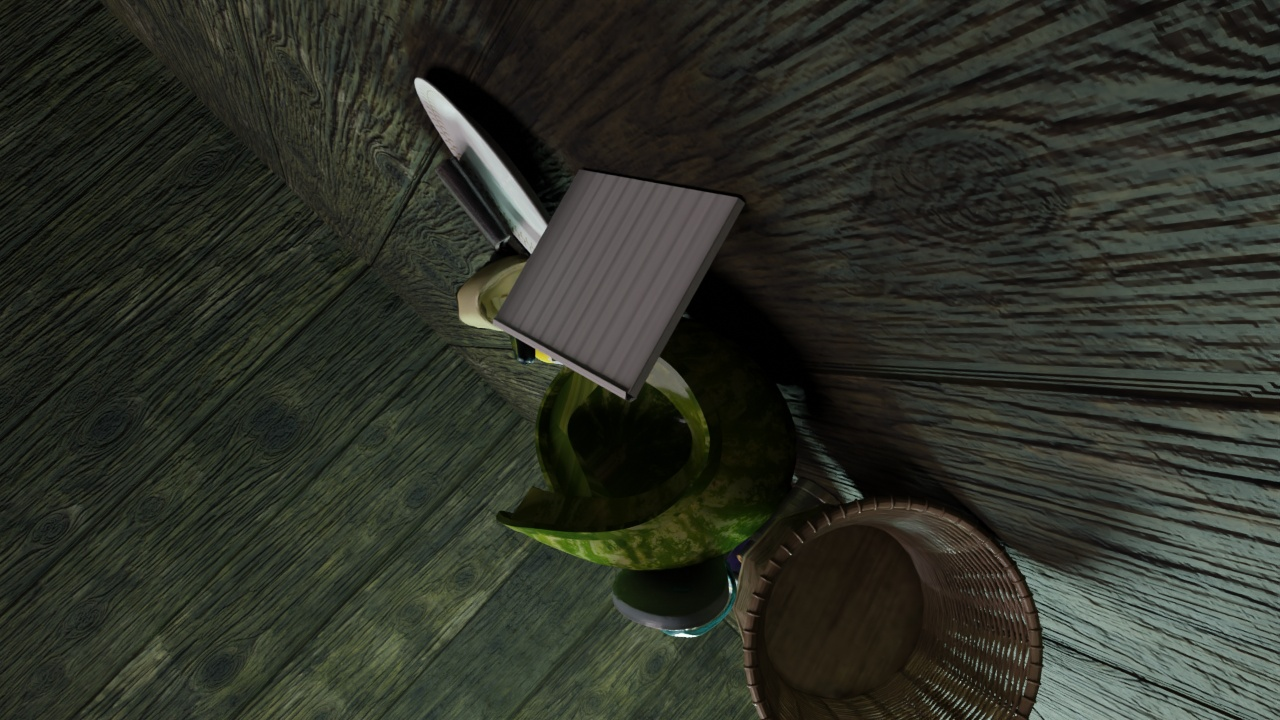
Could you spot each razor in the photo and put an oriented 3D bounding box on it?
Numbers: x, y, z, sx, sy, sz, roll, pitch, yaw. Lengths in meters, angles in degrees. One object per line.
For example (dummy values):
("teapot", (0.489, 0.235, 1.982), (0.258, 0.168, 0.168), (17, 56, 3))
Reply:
("razor", (-0.165, -0.068, 1.162), (0.054, 0.067, 0.151), (151, 110, -77))

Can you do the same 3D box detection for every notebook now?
("notebook", (-0.027, -0.063, 0.650), (0.009, 0.142, 0.210), (31, 177, -35))

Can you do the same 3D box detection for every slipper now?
("slipper", (0.038, 0.197, 0.823), (0.098, 0.055, 0.268), (1, -172, 12))

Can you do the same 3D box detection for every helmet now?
("helmet", (0.010, 0.067, 0.780), (0.243, 0.213, 0.247), (7, 176, 10))

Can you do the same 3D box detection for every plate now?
("plate", (-0.130, -0.167, 0.869), (0.242, 0.016, 0.243), (50, 172, 9))

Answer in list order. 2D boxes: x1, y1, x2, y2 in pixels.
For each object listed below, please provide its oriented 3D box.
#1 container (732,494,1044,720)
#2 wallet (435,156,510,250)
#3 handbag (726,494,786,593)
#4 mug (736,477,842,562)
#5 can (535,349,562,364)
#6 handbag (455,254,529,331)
("container", (0.185, 0.224, 0.780), (0.227, 0.226, 0.196), (43, 175, 1))
("wallet", (-0.173, -0.163, 0.967), (0.099, 0.031, 0.120), (55, 174, -7))
("handbag", (0.097, 0.200, 1.147), (0.222, 0.125, 0.205), (30, 167, 36))
("mug", (0.175, 0.203, 0.979), (0.116, 0.107, 0.080), (49, 167, -26))
("can", (-0.101, -0.028, 1.177), (0.067, 0.067, 0.105), (47, 167, -16))
("handbag", (-0.148, -0.074, 1.055), (0.119, 0.111, 0.081), (17, 124, 63))
